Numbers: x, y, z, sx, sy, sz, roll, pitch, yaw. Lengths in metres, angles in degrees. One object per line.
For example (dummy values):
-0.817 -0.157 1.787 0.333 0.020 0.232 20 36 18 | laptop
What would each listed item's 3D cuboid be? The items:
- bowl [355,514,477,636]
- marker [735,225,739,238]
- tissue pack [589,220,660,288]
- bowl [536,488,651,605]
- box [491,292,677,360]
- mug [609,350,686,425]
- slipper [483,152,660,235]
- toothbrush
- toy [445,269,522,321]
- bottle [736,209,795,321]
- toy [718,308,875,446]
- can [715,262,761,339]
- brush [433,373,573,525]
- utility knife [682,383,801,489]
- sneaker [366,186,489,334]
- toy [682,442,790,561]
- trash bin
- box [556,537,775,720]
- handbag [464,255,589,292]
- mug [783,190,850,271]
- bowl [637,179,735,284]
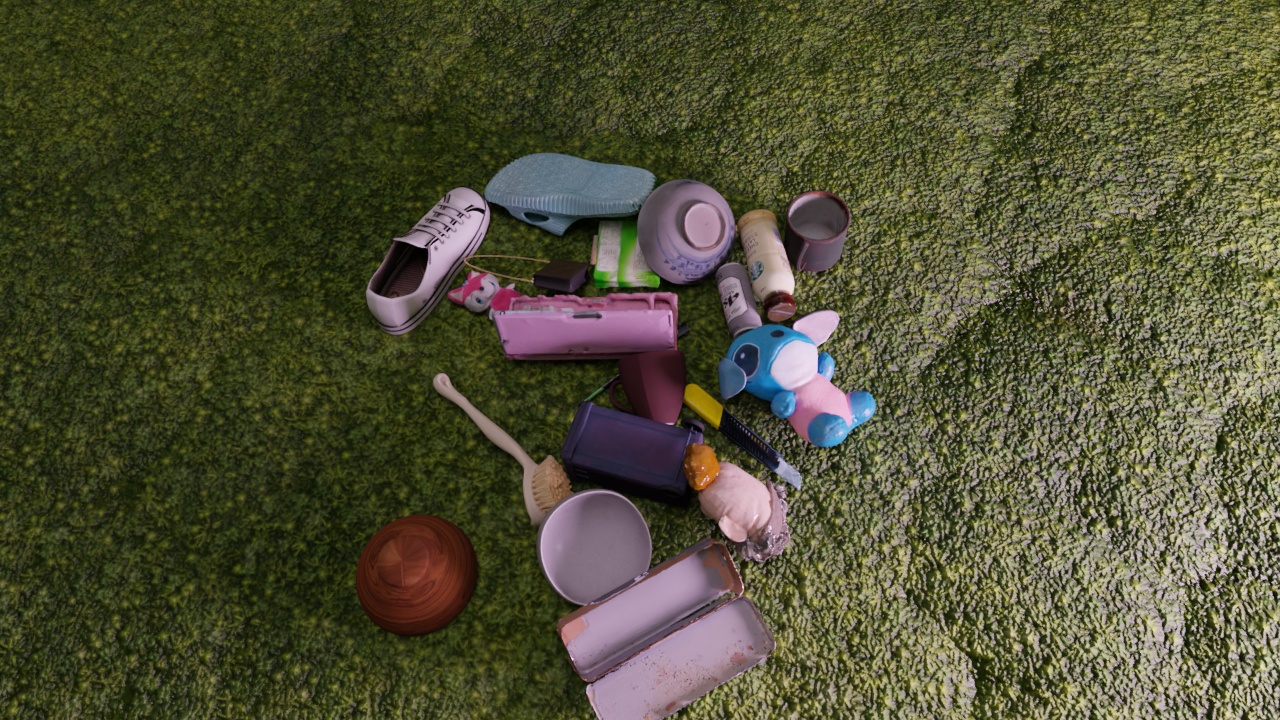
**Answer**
-0.273 0.246 1.089 0.147 0.069 0.147 -2 62 4 | bowl
0.121 -0.171 1.306 0.132 0.014 0.014 -39 66 -15 | marker
-0.018 -0.152 1.296 0.099 0.034 0.113 2 62 6 | tissue pack
-0.057 0.218 1.078 0.131 0.064 0.131 2 83 -13 | bowl
-0.068 -0.061 1.191 0.233 0.115 0.098 1 63 6 | box
0.008 0.042 1.177 0.114 0.087 0.088 -15 78 31 | mug
-0.096 -0.240 1.328 0.276 0.069 0.115 10 59 25 | slipper
-0.007 0.007 1.224 0.187 0.014 0.017 -38 74 -14 | toothbrush
-0.213 -0.095 1.276 0.102 0.050 0.065 24 62 10 | toy
0.174 -0.129 1.249 0.056 0.057 0.161 -9 58 0 | bottle
0.204 0.023 1.156 0.191 0.099 0.223 43 46 21 | toy
0.132 -0.079 1.240 0.044 0.044 0.106 -11 62 -1 | can
-0.180 0.102 1.167 0.077 0.062 0.272 -46 63 -1 | brush
0.129 0.096 1.163 0.198 0.020 0.028 40 73 23 | utility knife
-0.305 -0.160 1.287 0.091 0.097 0.244 26 68 17 | sneaker
0.107 0.166 1.065 0.076 0.132 0.176 -39 103 23 | toy
-0.011 0.115 1.123 0.161 0.092 0.093 14 64 13 | trash bin
0.030 0.311 1.031 0.216 0.063 0.157 -26 75 -15 | box
-0.165 -0.127 1.285 0.178 0.027 0.083 11 26 16 | handbag
0.234 -0.164 1.254 0.085 0.081 0.110 23 66 15 | mug
0.075 -0.178 1.245 0.150 0.057 0.150 1 89 -26 | bowl
